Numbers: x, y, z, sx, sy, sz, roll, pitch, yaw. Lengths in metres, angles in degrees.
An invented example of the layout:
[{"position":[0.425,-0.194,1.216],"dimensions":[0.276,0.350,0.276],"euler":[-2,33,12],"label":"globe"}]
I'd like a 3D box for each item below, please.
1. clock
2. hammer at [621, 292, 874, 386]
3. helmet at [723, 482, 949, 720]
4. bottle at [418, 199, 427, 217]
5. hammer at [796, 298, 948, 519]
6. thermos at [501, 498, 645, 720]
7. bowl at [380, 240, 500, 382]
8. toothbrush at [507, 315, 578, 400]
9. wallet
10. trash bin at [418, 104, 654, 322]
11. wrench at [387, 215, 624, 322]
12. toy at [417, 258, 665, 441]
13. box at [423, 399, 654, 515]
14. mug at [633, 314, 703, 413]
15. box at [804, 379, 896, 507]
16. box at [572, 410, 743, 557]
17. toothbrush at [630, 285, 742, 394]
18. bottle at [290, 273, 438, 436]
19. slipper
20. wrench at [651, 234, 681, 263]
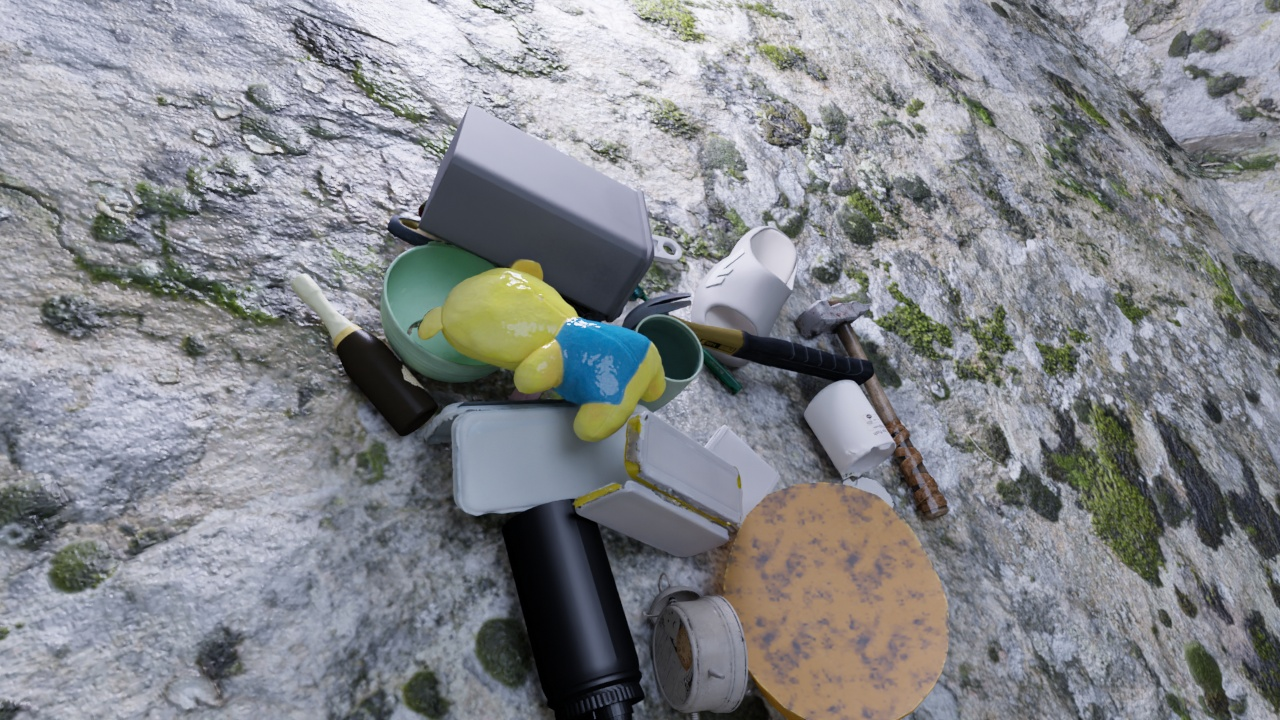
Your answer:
[{"position":[0.040,0.256,0.848],"dimensions":[0.061,0.104,0.156],"euler":[2,32,-23],"label":"clock"},{"position":[0.133,-0.015,1.067],"dimensions":[0.332,0.118,0.025],"euler":[12,56,-26],"label":"hammer"},{"position":[0.182,0.261,0.897],"dimensions":[0.205,0.131,0.254],"euler":[0,45,3],"label":"helmet"},{"position":[-0.215,-0.191,1.048],"dimensions":[0.025,0.025,0.105],"euler":[38,47,-3],"label":"bottle"},{"position":[0.314,0.055,1.192],"dimensions":[0.121,0.049,0.318],"euler":[-5,63,-37],"label":"hammer"},{"position":[-0.056,0.230,0.802],"dimensions":[0.086,0.086,0.198],"euler":[-2,59,-33],"label":"thermos"},{"position":[-0.192,-0.036,0.912],"dimensions":[0.150,0.077,0.150],"euler":[20,46,-23],"label":"bowl"},{"position":[-0.088,-0.015,0.999],"dimensions":[0.026,0.027,0.221],"euler":[23,46,8],"label":"toothbrush"},{"position":[0.106,0.143,1.002],"dimensions":[0.115,0.038,0.118],"euler":[43,43,2],"label":"wallet"},{"position":[-0.107,-0.161,0.981],"dimensions":[0.219,0.098,0.191],"euler":[25,27,-18],"label":"trash bin"},{"position":[-0.146,-0.101,1.017],"dimensions":[0.273,0.022,0.073],"euler":[20,41,-13],"label":"wrench"},{"position":[-0.082,-0.020,0.845],"dimensions":[0.214,0.084,0.148],"euler":[33,31,9],"label":"toy"},{"position":[-0.101,0.083,0.887],"dimensions":[0.214,0.127,0.106],"euler":[1,90,-34],"label":"box"},{"position":[-0.006,0.006,0.983],"dimensions":[0.111,0.104,0.083],"euler":[28,48,-13],"label":"mug"},{"position":[0.263,0.109,1.097],"dimensions":[0.083,0.093,0.166],"euler":[-3,52,-37],"label":"box"},{"position":[0.030,0.127,0.860],"dimensions":[0.057,0.117,0.210],"euler":[32,-2,38],"label":"box"},{"position":[0.049,-0.028,1.102],"dimensions":[0.190,0.016,0.017],"euler":[44,44,3],"label":"toothbrush"},{"position":[-0.268,-0.011,0.871],"dimensions":[0.184,0.046,0.045],"euler":[48,47,7],"label":"bottle"},{"position":[0.154,-0.105,1.180],"dimensions":[0.113,0.081,0.265],"euler":[41,46,-5],"label":"slipper"},{"position":[-0.065,-0.147,1.117],"dimensions":[0.273,0.018,0.086],"euler":[9,54,-28],"label":"wrench"}]
